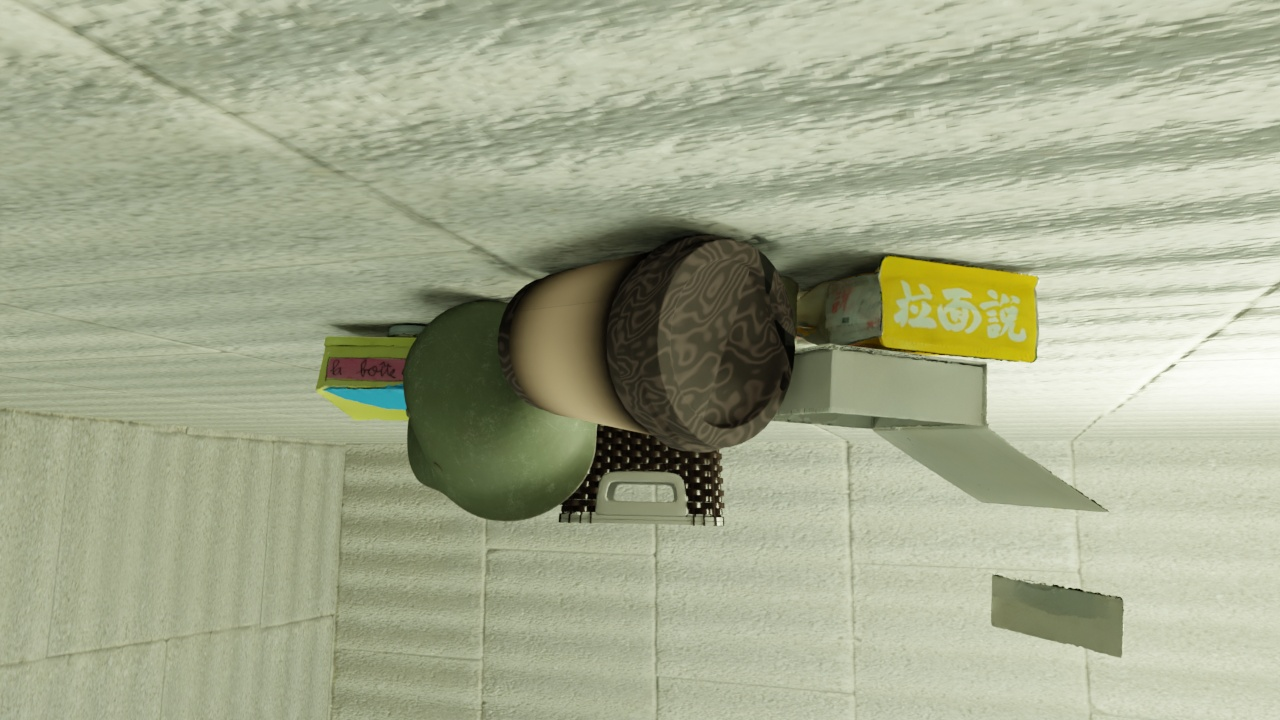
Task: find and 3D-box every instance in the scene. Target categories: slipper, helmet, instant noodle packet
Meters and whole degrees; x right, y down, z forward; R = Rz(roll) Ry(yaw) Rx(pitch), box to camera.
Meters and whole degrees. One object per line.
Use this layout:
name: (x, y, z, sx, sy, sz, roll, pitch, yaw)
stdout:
slipper: (-0.303, -0.001, 1.254, 0.098, 0.054, 0.269, 4, 170, -5)
helmet: (-0.156, 0.034, 0.964, 0.227, 0.267, 0.154, -23, 144, -9)
instant noodle packet: (0.245, -0.040, 0.892, 0.163, 0.084, 0.222, 4, 177, -17)

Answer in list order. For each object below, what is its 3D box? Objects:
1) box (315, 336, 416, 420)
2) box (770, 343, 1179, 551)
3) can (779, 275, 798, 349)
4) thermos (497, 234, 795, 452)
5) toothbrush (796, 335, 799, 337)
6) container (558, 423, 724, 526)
box: (-0.281, 0.025, 1.168, 0.221, 0.079, 0.124, -2, 157, 12)
box: (0.302, 0.073, 0.873, 0.418, 0.108, 0.166, 19, 169, -19)
can: (0.091, -0.036, 0.899, 0.128, 0.073, 0.128, 1, 171, 0)
thermos: (-0.006, -0.015, 0.791, 0.172, 0.172, 0.227, 9, 174, -42)
toothbrush: (0.196, -0.029, 1.119, 0.190, 0.016, 0.016, -3, 169, 27)
container: (0.005, 0.136, 1.466, 0.247, 0.243, 0.246, 1, 171, 2)
